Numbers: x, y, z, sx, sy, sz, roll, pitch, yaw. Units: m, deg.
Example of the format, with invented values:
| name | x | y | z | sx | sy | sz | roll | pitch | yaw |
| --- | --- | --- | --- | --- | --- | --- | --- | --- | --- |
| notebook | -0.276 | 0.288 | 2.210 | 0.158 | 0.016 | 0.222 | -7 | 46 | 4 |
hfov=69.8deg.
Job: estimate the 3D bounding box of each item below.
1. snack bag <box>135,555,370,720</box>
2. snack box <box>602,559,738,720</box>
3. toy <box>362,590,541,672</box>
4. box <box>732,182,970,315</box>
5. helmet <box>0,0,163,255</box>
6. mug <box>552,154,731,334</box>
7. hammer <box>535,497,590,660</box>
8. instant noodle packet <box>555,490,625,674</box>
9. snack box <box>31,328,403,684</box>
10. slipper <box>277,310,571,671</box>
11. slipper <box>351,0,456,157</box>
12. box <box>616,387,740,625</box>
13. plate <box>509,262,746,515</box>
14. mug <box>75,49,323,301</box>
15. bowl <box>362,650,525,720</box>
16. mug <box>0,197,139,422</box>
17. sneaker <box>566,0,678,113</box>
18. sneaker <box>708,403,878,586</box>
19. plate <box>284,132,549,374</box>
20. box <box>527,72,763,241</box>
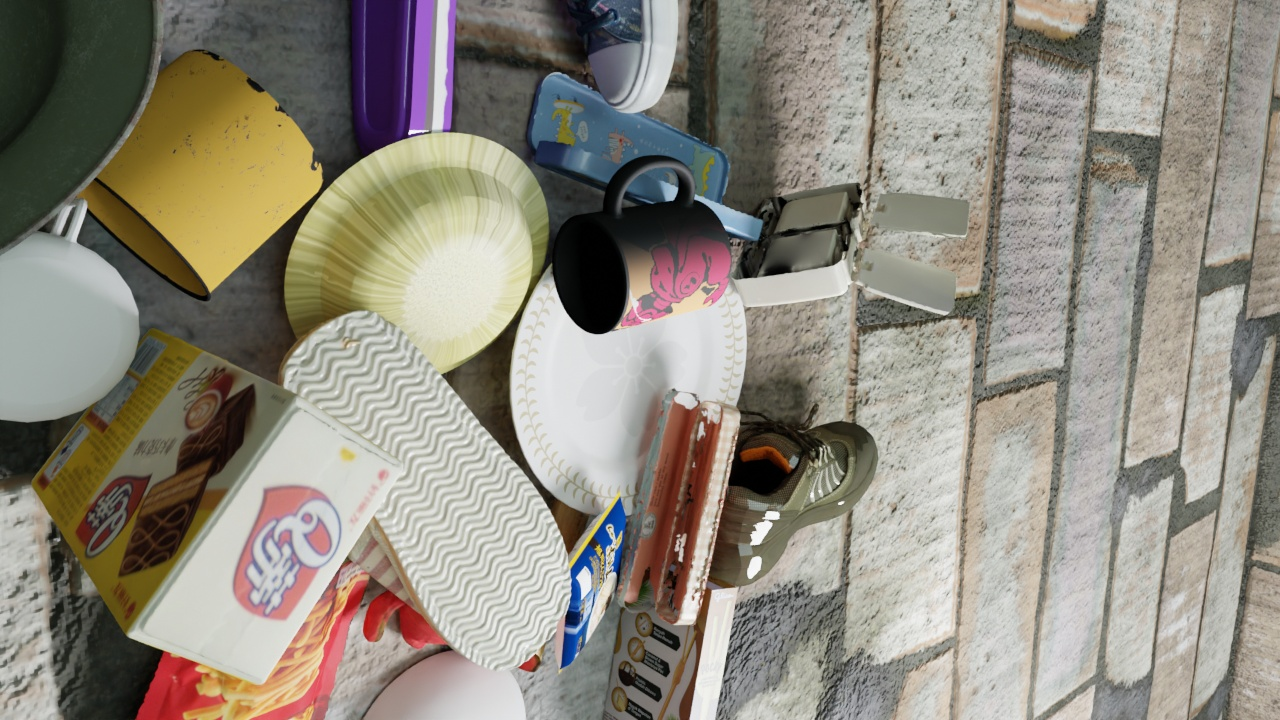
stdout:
| name | x | y | z | sx | sy | sz | roll | pitch | yaw |
| --- | --- | --- | --- | --- | --- | --- | --- | --- | --- |
| snack bag | -0.250 | 0.208 | 0.585 | 0.138 | 0.067 | 0.208 | 19 | 95 | -47 |
| snack box | 0.021 | 0.269 | 0.787 | 0.031 | 0.101 | 0.186 | 7 | 94 | -42 |
| toy | -0.125 | 0.176 | 0.646 | 0.132 | 0.094 | 0.088 | 11 | 94 | -42 |
| box | 0.180 | -0.096 | 0.780 | 0.144 | 0.188 | 0.058 | -62 | 147 | -45 |
| helmet | -0.349 | -0.134 | 0.347 | 0.267 | 0.154 | 0.227 | -42 | 124 | -33 |
| mug | 0.003 | -0.084 | 0.638 | 0.098 | 0.082 | 0.118 | -16 | 125 | -38 |
| hammer | -0.046 | 0.085 | 0.741 | 0.132 | 0.033 | 0.330 | 22 | 84 | -43 |
| instant noodle packet | -0.041 | 0.174 | 0.717 | 0.086 | 0.026 | 0.134 | -52 | 156 | -45 |
| snack box | -0.218 | 0.057 | 0.449 | 0.061 | 0.231 | 0.110 | 43 | 70 | -38 |
| slipper | -0.136 | 0.087 | 0.582 | 0.114 | 0.052 | 0.263 | -39 | 116 | -24 |
| slipper | -0.166 | -0.247 | 0.524 | 0.083 | 0.107 | 0.267 | -10 | 110 | -40 |
| box | 0.032 | 0.118 | 0.737 | 0.071 | 0.056 | 0.187 | 11 | 91 | -10 |
| plate | -0.004 | 0.004 | 0.727 | 0.241 | 0.016 | 0.243 | -11 | 107 | -39 |
| mug | -0.237 | -0.095 | 0.501 | 0.094 | 0.100 | 0.124 | -52 | 168 | -23 |
| bowl | -0.142 | 0.297 | 0.690 | 0.149 | 0.043 | 0.149 | -9 | 105 | -40 |
| mug | -0.306 | -0.029 | 0.464 | 0.094 | 0.068 | 0.115 | 23 | 83 | -41 |
| sneaker | -0.037 | -0.290 | 0.639 | 0.079 | 0.087 | 0.235 | -20 | 107 | -30 |
| sneaker | 0.130 | 0.084 | 0.834 | 0.237 | 0.101 | 0.143 | -30 | 128 | -39 |
| plate | -0.128 | -0.050 | 0.586 | 0.184 | 0.036 | 0.185 | -26 | 139 | -26 |
| box | 0.015 | -0.154 | 0.718 | 0.208 | 0.073 | 0.085 | 13 | 86 | -42 |
